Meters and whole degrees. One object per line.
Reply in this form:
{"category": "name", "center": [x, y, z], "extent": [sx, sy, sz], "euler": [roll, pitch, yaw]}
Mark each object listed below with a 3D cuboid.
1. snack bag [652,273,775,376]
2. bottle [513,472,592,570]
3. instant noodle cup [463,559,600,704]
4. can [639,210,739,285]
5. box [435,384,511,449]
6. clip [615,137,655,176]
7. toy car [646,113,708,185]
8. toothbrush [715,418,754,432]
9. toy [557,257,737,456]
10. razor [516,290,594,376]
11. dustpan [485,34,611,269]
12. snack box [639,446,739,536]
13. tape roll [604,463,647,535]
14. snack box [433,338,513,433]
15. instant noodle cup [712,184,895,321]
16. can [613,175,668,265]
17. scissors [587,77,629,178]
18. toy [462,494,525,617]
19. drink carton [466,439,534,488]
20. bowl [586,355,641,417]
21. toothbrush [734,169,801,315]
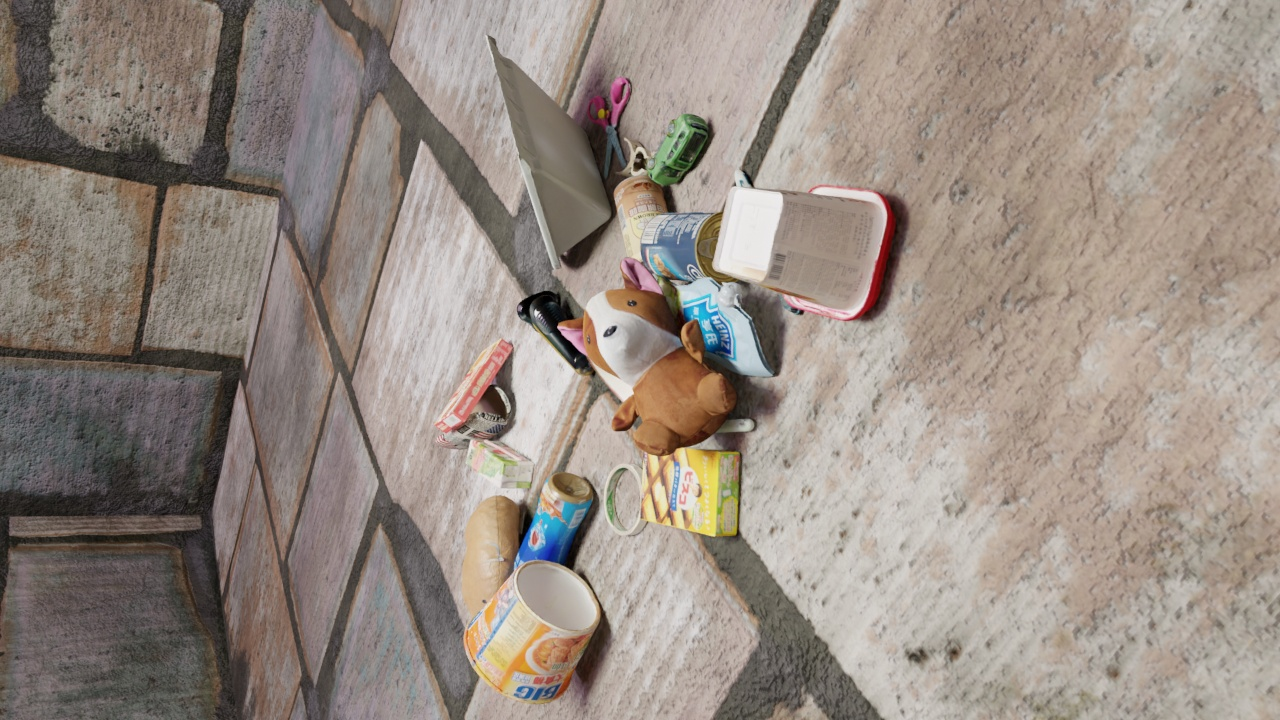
{"category": "snack bag", "center": [0.063, -0.040, 0.964], "extent": [0.191, 0.038, 0.110], "euler": [16, 126, 59]}
{"category": "bottle", "center": [-0.125, 0.249, 1.208], "extent": [0.065, 0.065, 0.219], "euler": [52, 128, 46]}
{"category": "instant noodle cup", "center": [-0.127, 0.328, 1.136], "extent": [0.112, 0.151, 0.151], "euler": [-58, 41, 21]}
{"category": "can", "center": [0.058, -0.121, 0.978], "extent": [0.111, 0.075, 0.075], "euler": [13, 96, 57]}
{"category": "box", "center": [-0.262, 0.100, 1.415], "extent": [0.163, 0.087, 0.076], "euler": [-28, 94, 47]}
{"category": "clip", "center": [0.001, -0.244, 1.123], "extent": [0.100, 0.034, 0.072], "euler": [37, 116, 61]}
{"category": "toy car", "center": [0.043, -0.237, 1.046], "extent": [0.091, 0.043, 0.036], "euler": [-54, 44, 38]}
{"category": "toothbrush", "center": [0.058, 0.075, 1.001], "extent": [0.190, 0.020, 0.029], "euler": [-11, 44, 54]}
{"category": "toy", "center": [0.004, 0.000, 0.935], "extent": [0.140, 0.130, 0.199], "euler": [-38, 68, 12]}
{"category": "razor", "center": [-0.109, -0.034, 1.245], "extent": [0.167, 0.062, 0.068], "euler": [48, 155, 41]}
{"category": "dustpan", "center": [-0.146, -0.242, 1.200], "extent": [0.143, 0.257, 0.222], "euler": [-32, 57, 23]}
{"category": "snack box", "center": [0.051, 0.137, 0.990], "extent": [0.141, 0.033, 0.087], "euler": [-1, 85, 55]}
{"category": "tape roll", "center": [-0.016, 0.167, 1.101], "extent": [0.086, 0.013, 0.085], "euler": [-13, 74, 55]}
{"category": "snack box", "center": [-0.253, 0.038, 1.392], "extent": [0.075, 0.025, 0.152], "euler": [-28, 28, 51]}
{"category": "instant noodle cup", "center": [0.140, -0.102, 0.808], "extent": [0.116, 0.124, 0.117], "euler": [25, 105, 55]}
{"category": "can", "center": [0.007, -0.156, 1.074], "extent": [0.059, 0.058, 0.116], "euler": [-42, 52, 46]}
{"category": "scissors", "center": [-0.034, -0.308, 1.199], "extent": [0.113, 0.017, 0.134], "euler": [-43, 55, 39]}
{"category": "toy", "center": [-0.209, 0.299, 1.281], "extent": [0.144, 0.082, 0.225], "euler": [109, 164, -54]}
{"category": "drink carton", "center": [-0.208, 0.151, 1.356], "extent": [0.123, 0.053, 0.045], "euler": [19, 101, 55]}
{"category": "bowl", "center": [-0.006, 0.006, 1.049], "extent": [0.062, 0.113, 0.113], "euler": [-43, 33, -14]}
{"category": "toothbrush", "center": [0.125, -0.124, 0.930], "extent": [0.016, 0.018, 0.191], "euler": [-47, 49, 41]}
